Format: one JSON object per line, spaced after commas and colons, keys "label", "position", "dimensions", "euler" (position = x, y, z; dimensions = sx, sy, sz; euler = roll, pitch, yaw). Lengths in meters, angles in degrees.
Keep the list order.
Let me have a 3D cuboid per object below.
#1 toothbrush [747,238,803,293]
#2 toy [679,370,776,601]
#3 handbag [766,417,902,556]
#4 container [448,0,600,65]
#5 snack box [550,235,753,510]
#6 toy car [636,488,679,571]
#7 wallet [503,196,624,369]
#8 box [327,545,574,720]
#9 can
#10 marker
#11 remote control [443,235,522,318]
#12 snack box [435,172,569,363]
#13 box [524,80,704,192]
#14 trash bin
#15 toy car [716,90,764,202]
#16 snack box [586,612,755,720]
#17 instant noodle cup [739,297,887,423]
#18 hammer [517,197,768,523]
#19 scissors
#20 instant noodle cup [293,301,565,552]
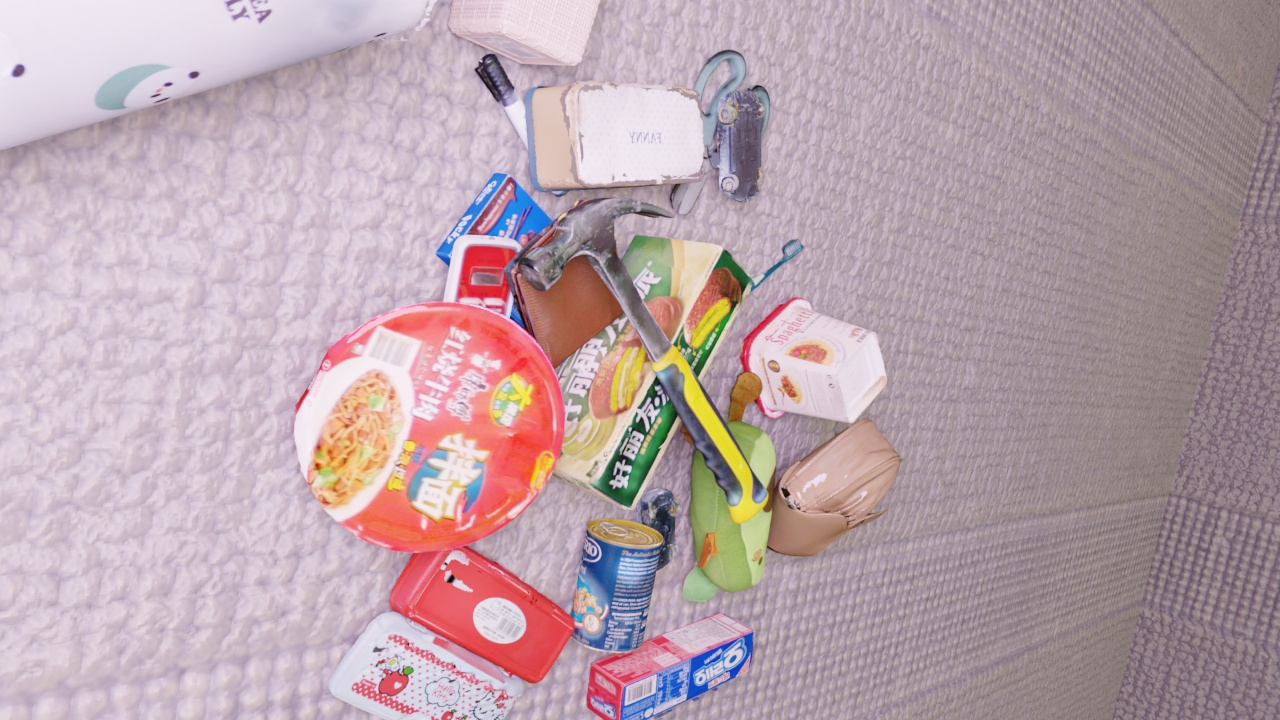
{"label": "toothbrush", "position": [0.116, -0.083, 0.983], "dimensions": [0.191, 0.016, 0.018], "euler": [-38, 116, -31]}
{"label": "toy", "position": [0.097, 0.142, 0.972], "dimensions": [0.226, 0.090, 0.247], "euler": [-42, 134, -55]}
{"label": "handbag", "position": [0.212, 0.153, 1.034], "dimensions": [0.147, 0.099, 0.205], "euler": [-30, 159, -17]}
{"label": "container", "position": [-0.081, -0.285, 0.680], "dimensions": [0.089, 0.090, 0.111], "euler": [10, 98, -46]}
{"label": "snack box", "position": [-0.005, 0.005, 0.819], "dimensions": [0.063, 0.115, 0.239], "euler": [39, 75, -40]}
{"label": "toy car", "position": [0.015, 0.175, 0.947], "dimensions": [0.042, 0.034, 0.091], "euler": [-21, 118, -42]}
{"label": "wallet", "position": [-0.060, -0.057, 0.753], "dimensions": [0.101, 0.032, 0.125], "euler": [-43, 144, -26]}
{"label": "box", "position": [-0.156, 0.253, 0.801], "dimensions": [0.157, 0.038, 0.201], "euler": [-57, 134, -15]}
{"label": "can", "position": [-0.025, 0.219, 0.892], "dimensions": [0.075, 0.075, 0.111], "euler": [3, 100, -45]}
{"label": "marker", "position": [-0.094, -0.188, 0.746], "dimensions": [0.022, 0.018, 0.131], "euler": [-33, 126, -5]}
{"label": "remote control", "position": [-0.131, -0.033, 0.727], "dimensions": [0.055, 0.020, 0.136], "euler": [0, 117, -34]}
{"label": "snack box", "position": [-0.092, -0.074, 0.773], "dimensions": [0.084, 0.026, 0.157], "euler": [-57, 133, -14]}
{"label": "box", "position": [-0.020, -0.187, 0.774], "dimensions": [0.183, 0.060, 0.090], "euler": [-11, 103, -46]}
{"label": "trash bin", "position": [-0.264, -0.225, 0.434], "dimensions": [0.251, 0.230, 0.230], "euler": [-33, 123, -27]}
{"label": "toy car", "position": [0.095, -0.206, 0.888], "dimensions": [0.048, 0.031, 0.106], "euler": [-18, 113, -39]}
{"label": "snack box", "position": [0.038, 0.334, 0.999], "dimensions": [0.207, 0.058, 0.057], "euler": [-6, 106, -43]}
{"label": "instant noodle cup", "position": [0.192, 0.005, 1.005], "dimensions": [0.116, 0.124, 0.117], "euler": [-43, 127, -28]}
{"label": "hammer", "position": [0.030, 0.008, 0.751], "dimensions": [0.126, 0.032, 0.323], "euler": [-45, 121, -22]}
{"label": "scissors", "position": [0.080, -0.209, 0.908], "dimensions": [0.139, 0.019, 0.180], "euler": [26, 82, -46]}
{"label": "instant noodle cup", "position": [-0.157, 0.043, 0.690], "dimensions": [0.193, 0.066, 0.194], "euler": [-7, 109, -21]}
